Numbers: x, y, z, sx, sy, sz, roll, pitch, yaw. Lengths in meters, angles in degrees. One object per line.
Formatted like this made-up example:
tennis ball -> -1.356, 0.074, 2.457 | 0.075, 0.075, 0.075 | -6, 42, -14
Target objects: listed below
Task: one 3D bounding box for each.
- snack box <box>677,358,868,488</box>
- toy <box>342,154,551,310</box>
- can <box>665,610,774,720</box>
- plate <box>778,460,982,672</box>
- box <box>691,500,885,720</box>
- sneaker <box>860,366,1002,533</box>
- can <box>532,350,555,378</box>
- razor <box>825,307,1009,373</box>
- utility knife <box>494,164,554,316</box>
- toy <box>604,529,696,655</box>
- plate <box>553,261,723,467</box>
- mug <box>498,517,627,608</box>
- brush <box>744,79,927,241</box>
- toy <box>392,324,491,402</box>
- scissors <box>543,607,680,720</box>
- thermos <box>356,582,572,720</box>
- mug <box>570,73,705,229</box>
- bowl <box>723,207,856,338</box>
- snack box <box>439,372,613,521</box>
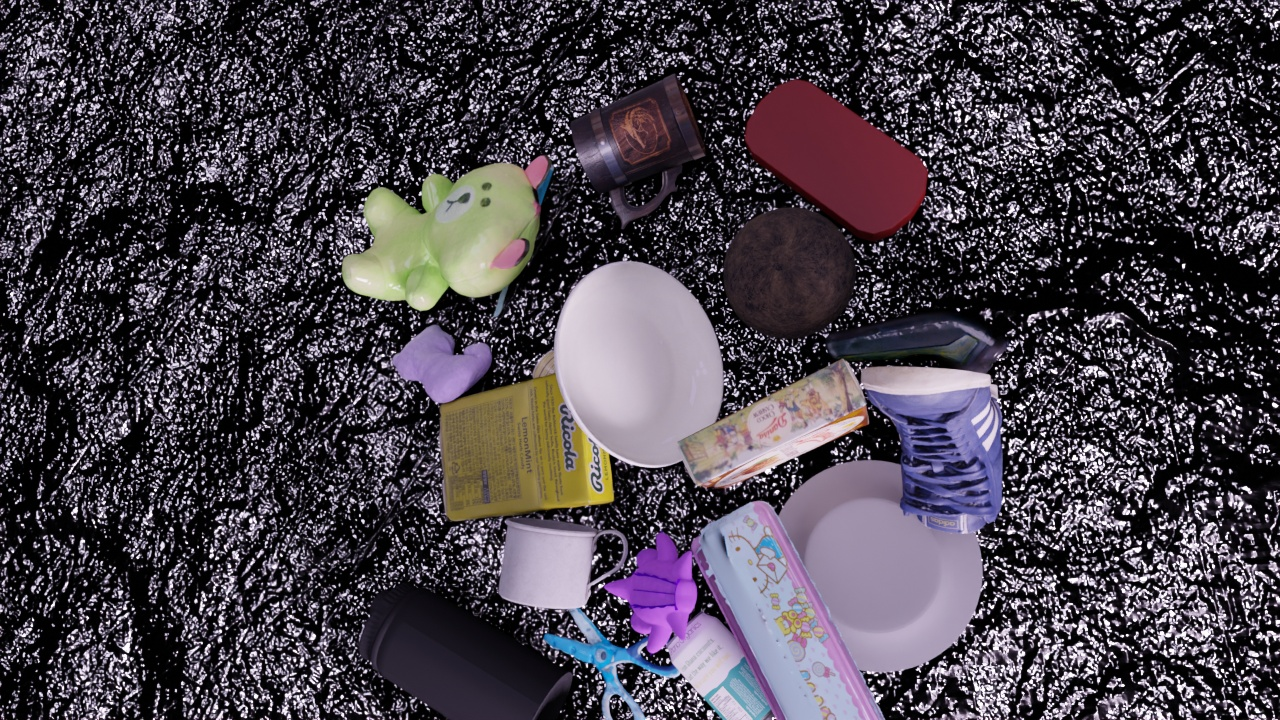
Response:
snack box -> 0.115, 0.058, 0.760 | 0.147, 0.143, 0.041 | -27, 75, 9
toy -> -0.178, -0.116, 0.888 | 0.197, 0.107, 0.149 | -1, 59, 13
can -> 0.072, 0.267, 0.782 | 0.055, 0.055, 0.101 | -47, 73, 3
plate -> 0.199, 0.175, 0.787 | 0.178, 0.012, 0.178 | -3, 80, 14
box -> 0.130, 0.217, 0.744 | 0.091, 0.090, 0.214 | -36, 72, 28
sneaker -> 0.220, 0.072, 0.690 | 0.091, 0.232, 0.118 | 2, 87, 25
can -> -0.061, 0.026, 0.867 | 0.079, 0.038, 0.038 | 35, 91, 17
razor -> 0.237, -0.010, 0.791 | 0.152, 0.054, 0.067 | -5, 88, 19
utility knife -> -0.122, -0.123, 0.921 | 0.022, 0.015, 0.167 | 17, 87, 41
toy -> 0.015, 0.198, 0.785 | 0.088, 0.055, 0.106 | -11, 69, 51
plate -> -0.005, 0.005, 0.807 | 0.034, 0.182, 0.182 | -19, 73, 50
mug -> -0.069, 0.181, 0.821 | 0.113, 0.084, 0.070 | 6, 85, 11
brush -> 0.177, -0.180, 0.836 | 0.173, 0.042, 0.082 | 41, 92, 17
toy -> -0.192, 0.001, 0.899 | 0.080, 0.036, 0.100 | -41, 49, -17
scissors -> -0.021, 0.263, 0.832 | 0.118, 0.013, 0.140 | -39, 72, 6
thermos -> -0.169, 0.272, 0.829 | 0.199, 0.086, 0.086 | 25, 88, 17
mug -> 0.004, -0.196, 0.874 | 0.107, 0.080, 0.116 | -20, 103, 12
bowl -> 0.131, -0.084, 0.825 | 0.121, 0.056, 0.121 | -3, 80, 14
snack box -> -0.110, 0.081, 0.845 | 0.181, 0.045, 0.121 | -14, 77, 34
